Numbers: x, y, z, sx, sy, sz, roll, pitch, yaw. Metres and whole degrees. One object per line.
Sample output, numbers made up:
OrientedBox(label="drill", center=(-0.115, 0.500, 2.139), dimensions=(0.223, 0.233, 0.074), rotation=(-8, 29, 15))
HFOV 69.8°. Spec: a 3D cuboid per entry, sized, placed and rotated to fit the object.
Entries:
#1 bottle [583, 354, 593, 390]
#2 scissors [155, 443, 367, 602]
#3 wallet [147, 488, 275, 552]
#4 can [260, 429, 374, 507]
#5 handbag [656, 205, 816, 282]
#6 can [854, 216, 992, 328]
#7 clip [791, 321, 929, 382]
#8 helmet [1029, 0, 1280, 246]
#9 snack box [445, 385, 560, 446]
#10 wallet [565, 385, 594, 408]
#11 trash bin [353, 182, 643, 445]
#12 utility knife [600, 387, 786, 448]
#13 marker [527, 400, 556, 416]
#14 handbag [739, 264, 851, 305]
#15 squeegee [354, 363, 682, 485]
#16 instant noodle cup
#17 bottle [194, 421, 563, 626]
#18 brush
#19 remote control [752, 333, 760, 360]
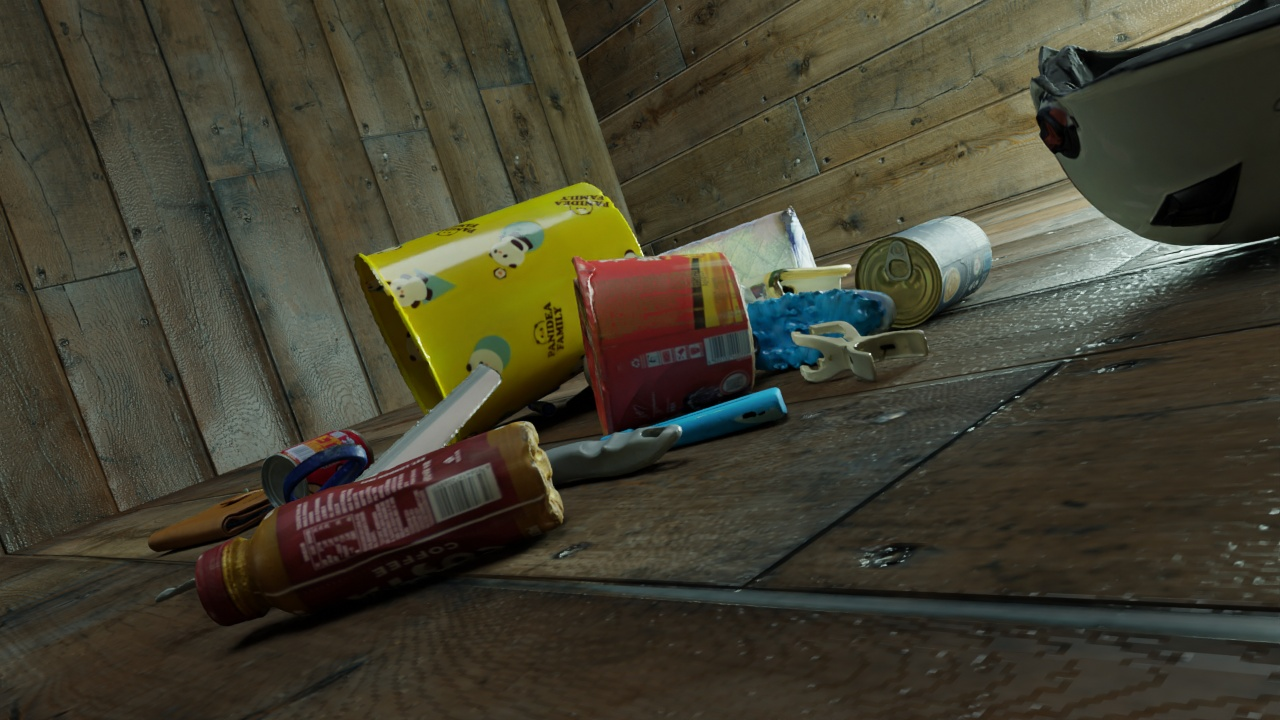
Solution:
OrientedBox(label="bottle", center=(-0.005, 0.005, 0.862), dimensions=(0.068, 0.068, 0.190), rotation=(-20, 5, -15))
OrientedBox(label="scissors", center=(-0.183, 0.095, 0.511), dimensions=(0.164, 0.012, 0.163), rotation=(-6, -34, -31))
OrientedBox(label="wallet", center=(-0.442, 0.168, 0.992), dimensions=(0.131, 0.035, 0.118), rotation=(-16, 11, 30))
OrientedBox(label="can", center=(-0.325, 0.111, 0.930), dimensions=(0.067, 0.066, 0.093), rotation=(-16, 5, 32))
OrientedBox(label="handbag", center=(0.108, -0.084, 1.071), dimensions=(0.194, 0.134, 0.075), rotation=(-18, 4, 26))
OrientedBox(label="can", center=(0.241, -0.077, 0.774), dimensions=(0.075, 0.075, 0.110), rotation=(-15, 6, 45))
OrientedBox(label="clip", center=(0.140, -0.006, 0.611), dimensions=(0.071, 0.034, 0.100), rotation=(-20, 9, -22))
OrientedBox(label="helmet", center=(0.378, -0.151, 0.584), dimensions=(0.230, 0.157, 0.273), rotation=(-16, 16, 18))
OrientedBox(label="snack box", center=(-0.171, 0.056, 1.088), dimensions=(0.157, 0.026, 0.084), rotation=(-28, 6, -7))
OrientedBox(label="wallet", center=(-0.026, 0.013, 1.049), dimensions=(0.097, 0.019, 0.120), rotation=(-39, -4, 25))
OrientedBox(label="trash bin", center=(-0.138, -0.059, 0.986), dimensions=(0.254, 0.229, 0.230), rotation=(-28, 7, -19))
OrientedBox(label="utility knife", center=(-0.014, 0.056, 0.596), dimensions=(0.239, 0.018, 0.034), rotation=(-18, 5, 27))
OrientedBox(label="marker", center=(-0.116, 0.055, 1.076), dimensions=(0.017, 0.017, 0.146), rotation=(-20, 4, -13))
OrientedBox(label="handbag", center=(0.104, -0.050, 0.914), dimensions=(0.178, 0.063, 0.164), rotation=(-3, -7, -34))
OrientedBox(label="squeegee", center=(-0.075, 0.066, 0.588), dimensions=(0.250, 0.040, 0.246), rotation=(-9, 26, 35))
OrientedBox(label="instant noodle cup", center=(0.016, -0.013, 0.658), dimensions=(0.108, 0.138, 0.138), rotation=(-11, 3, -6))
OrientedBox(label="bottle", center=(-0.128, 0.084, 0.456), dimensions=(0.175, 0.057, 0.057), rotation=(-19, 4, -2))
OrientedBox(label="brush", center=(0.085, -0.021, 0.819), dimensions=(0.315, 0.060, 0.109), rotation=(-9, 4, 43))
OrientedBox(label="remote control", center=(0.035, 0.018, 0.740), dimensions=(0.136, 0.024, 0.053), rotation=(-23, 29, 11))
